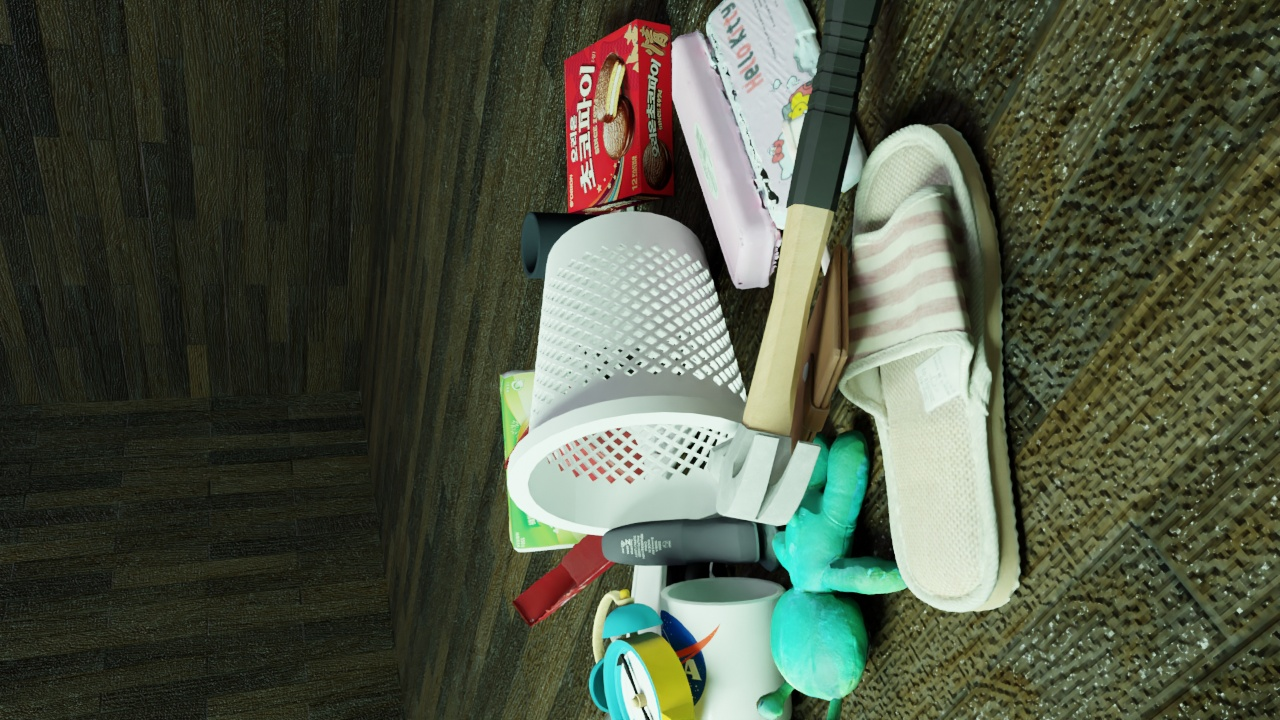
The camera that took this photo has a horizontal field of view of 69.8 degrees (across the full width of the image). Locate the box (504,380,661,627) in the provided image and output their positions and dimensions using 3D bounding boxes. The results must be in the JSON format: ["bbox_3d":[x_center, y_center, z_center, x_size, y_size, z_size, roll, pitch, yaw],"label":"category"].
[{"bbox_3d":[-0.071,0.125,0.861,0.170,0.156,0.157,55,147,11],"label":"box"}]

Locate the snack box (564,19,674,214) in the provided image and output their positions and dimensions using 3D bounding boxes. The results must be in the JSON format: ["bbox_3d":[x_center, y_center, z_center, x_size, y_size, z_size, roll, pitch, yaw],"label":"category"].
[{"bbox_3d":[-0.023,-0.224,0.871,0.133,0.035,0.152,0,92,57],"label":"snack box"}]

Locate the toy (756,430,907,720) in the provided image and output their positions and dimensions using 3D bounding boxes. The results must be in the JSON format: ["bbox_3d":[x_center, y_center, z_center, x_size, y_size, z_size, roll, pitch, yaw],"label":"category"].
[{"bbox_3d":[0.110,0.140,0.581,0.131,0.072,0.193,168,108,-67],"label":"toy"}]

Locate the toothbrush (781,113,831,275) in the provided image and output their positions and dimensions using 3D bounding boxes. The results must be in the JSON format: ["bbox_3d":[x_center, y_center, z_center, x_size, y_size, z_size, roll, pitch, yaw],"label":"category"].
[{"bbox_3d":[0.119,-0.064,0.567,0.018,0.015,0.181,-15,91,27],"label":"toothbrush"}]

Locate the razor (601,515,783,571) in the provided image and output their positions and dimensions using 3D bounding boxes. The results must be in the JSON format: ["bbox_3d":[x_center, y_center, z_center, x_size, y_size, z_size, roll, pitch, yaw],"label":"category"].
[{"bbox_3d":[0.038,0.136,0.690,0.052,0.143,0.047,14,-109,-72],"label":"razor"}]

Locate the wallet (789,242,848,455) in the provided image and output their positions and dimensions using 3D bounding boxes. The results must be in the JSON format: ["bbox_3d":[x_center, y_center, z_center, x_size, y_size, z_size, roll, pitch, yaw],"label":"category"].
[{"bbox_3d":[0.105,0.001,0.551,0.121,0.013,0.087,97,-178,-52],"label":"wallet"}]

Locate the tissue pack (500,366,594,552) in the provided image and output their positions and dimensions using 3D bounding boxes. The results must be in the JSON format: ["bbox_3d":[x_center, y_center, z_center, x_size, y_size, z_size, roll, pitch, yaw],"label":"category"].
[{"bbox_3d":[-0.100,0.110,1.028,0.141,0.120,0.197,136,136,-80],"label":"tissue pack"}]

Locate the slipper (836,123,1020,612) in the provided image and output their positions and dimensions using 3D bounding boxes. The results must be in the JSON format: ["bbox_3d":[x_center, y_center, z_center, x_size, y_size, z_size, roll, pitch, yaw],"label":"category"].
[{"bbox_3d":[0.149,0.003,0.492,0.115,0.052,0.262,161,106,-68],"label":"slipper"}]

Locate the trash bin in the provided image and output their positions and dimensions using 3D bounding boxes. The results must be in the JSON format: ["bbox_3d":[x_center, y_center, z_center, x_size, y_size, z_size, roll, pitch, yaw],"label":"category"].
[{"bbox_3d":[-0.004,0.004,0.711,0.196,0.195,0.199,120,152,-51],"label":"trash bin"}]

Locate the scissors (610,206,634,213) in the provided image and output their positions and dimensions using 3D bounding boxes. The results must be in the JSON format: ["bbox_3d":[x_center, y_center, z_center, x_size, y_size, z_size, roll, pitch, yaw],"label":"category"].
[{"bbox_3d":[-0.019,-0.174,0.924,0.185,0.015,0.180,-127,41,-53],"label":"scissors"}]

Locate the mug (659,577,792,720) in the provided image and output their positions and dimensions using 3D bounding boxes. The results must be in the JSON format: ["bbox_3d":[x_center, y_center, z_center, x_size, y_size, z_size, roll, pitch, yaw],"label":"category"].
[{"bbox_3d":[0.056,0.212,0.679,0.121,0.091,0.090,172,96,-68],"label":"mug"}]

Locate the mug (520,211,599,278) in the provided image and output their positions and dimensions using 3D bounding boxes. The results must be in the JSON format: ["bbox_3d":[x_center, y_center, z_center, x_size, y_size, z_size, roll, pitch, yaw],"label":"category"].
[{"bbox_3d":[-0.079,-0.111,0.991,0.071,0.077,0.105,117,144,-49],"label":"mug"}]

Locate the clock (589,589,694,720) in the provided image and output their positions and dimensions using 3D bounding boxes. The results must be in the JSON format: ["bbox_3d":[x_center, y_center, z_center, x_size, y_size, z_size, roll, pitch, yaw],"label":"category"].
[{"bbox_3d":[-0.002,0.226,0.645,0.129,0.043,0.099,52,139,44],"label":"clock"}]

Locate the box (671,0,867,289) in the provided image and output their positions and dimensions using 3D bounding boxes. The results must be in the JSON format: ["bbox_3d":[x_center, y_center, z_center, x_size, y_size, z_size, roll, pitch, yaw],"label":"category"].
[{"bbox_3d":[0.072,-0.166,0.647,0.154,0.066,0.201,123,138,-54],"label":"box"}]

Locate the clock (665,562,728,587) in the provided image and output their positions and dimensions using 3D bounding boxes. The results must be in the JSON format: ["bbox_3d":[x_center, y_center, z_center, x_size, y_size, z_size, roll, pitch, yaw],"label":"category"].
[{"bbox_3d":[0.039,0.182,0.778,0.091,0.042,0.121,-116,33,-45],"label":"clock"}]

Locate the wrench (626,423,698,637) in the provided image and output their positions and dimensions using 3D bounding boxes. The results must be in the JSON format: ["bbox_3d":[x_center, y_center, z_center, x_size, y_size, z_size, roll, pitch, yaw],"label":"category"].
[{"bbox_3d":[0.011,0.144,0.759,0.066,0.018,0.272,-13,58,34],"label":"wrench"}]

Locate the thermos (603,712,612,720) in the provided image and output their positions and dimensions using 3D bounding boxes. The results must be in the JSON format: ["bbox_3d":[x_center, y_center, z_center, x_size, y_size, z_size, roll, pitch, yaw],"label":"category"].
[{"bbox_3d":[0.009,0.331,0.811,0.241,0.082,0.082,113,147,-45],"label":"thermos"}]

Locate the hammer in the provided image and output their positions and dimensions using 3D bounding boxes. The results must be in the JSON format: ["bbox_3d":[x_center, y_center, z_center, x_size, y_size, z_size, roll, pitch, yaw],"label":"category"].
[{"bbox_3d":[0.093,-0.069,0.517,0.131,0.039,0.328,-119,41,-86],"label":"hammer"}]
